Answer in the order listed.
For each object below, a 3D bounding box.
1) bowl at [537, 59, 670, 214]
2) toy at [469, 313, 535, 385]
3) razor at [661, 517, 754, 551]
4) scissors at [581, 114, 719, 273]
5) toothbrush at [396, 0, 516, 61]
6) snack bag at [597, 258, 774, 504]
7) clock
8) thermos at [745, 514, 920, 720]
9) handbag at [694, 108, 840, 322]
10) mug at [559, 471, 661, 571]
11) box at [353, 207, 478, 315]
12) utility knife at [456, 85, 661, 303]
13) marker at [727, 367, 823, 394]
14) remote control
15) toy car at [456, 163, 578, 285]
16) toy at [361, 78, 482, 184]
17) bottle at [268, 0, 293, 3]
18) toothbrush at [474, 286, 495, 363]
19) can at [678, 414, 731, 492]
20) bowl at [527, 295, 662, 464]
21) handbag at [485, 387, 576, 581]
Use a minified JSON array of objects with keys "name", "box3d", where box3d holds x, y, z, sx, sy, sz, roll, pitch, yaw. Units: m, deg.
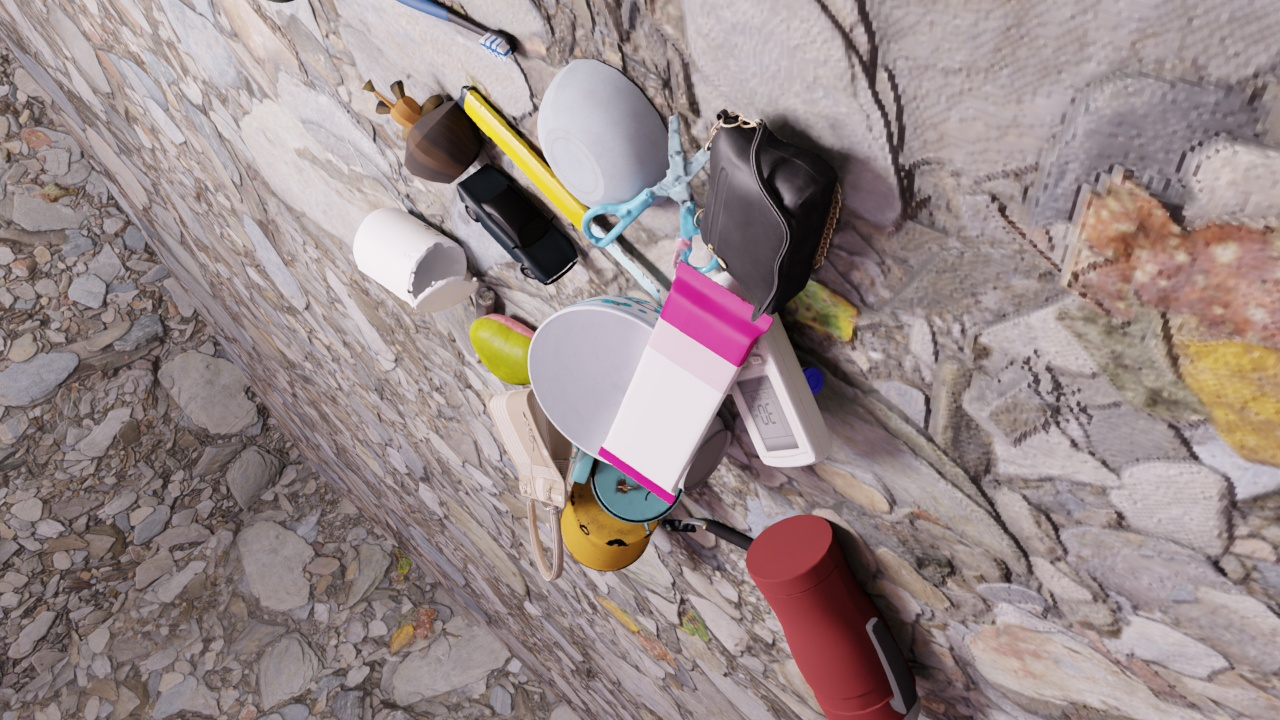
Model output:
[{"name":"bowl","box3d":[-0.029,-0.136,0.591,0.106,0.039,0.106,37,154,22]},{"name":"toy","box3d":[-0.123,-0.005,0.925,0.110,0.051,0.090,20,147,41]},{"name":"razor","box3d":[0.084,0.171,0.892,0.042,0.022,0.144,12,179,-43]},{"name":"scissors","box3d":[0.007,-0.101,0.566,0.111,0.015,0.141,4,141,8]},{"name":"toothbrush","box3d":[-0.148,-0.248,0.648,0.168,0.014,0.014,33,164,27]},{"name":"snack bag","box3d":[0.025,0.023,0.626,0.070,0.016,0.197,34,133,12]},{"name":"clock","box3d":[-0.016,0.098,0.863,0.124,0.090,0.053,46,166,1]},{"name":"thermos","box3d":[0.170,0.229,0.759,0.108,0.083,0.198,7,132,57]},{"name":"handbag","box3d":[0.063,-0.081,0.508,0.079,0.054,0.129,42,158,20]},{"name":"mug","box3d":[-0.034,0.149,0.966,0.094,0.100,0.123,110,143,-61]},{"name":"box","box3d":[-0.221,-0.091,0.919,0.143,0.089,0.080,29,-172,31]},{"name":"utility knife","box3d":[-0.062,-0.124,0.687,0.223,0.019,0.030,49,162,8]},{"name":"marker","box3d":[0.078,0.015,0.667,0.020,0.020,0.142,55,154,-17]},{"name":"remote control","box3d":[0.080,0.006,0.607,0.060,0.025,0.138,-17,98,61]},{"name":"toy car","box3d":[-0.099,-0.110,0.736,0.112,0.046,0.034,46,158,7]},{"name":"toy","box3d":[-0.175,-0.186,0.728,0.100,0.062,0.076,40,122,-17]},{"name":"bottle","box3d":[-0.250,-0.317,0.663,0.055,0.055,0.174,55,153,-17]},{"name":"toothbrush","box3d":[-0.173,-0.030,1.008,0.186,0.022,0.024,116,140,-66]},{"name":"can","box3d":[0.006,0.047,0.770,0.132,0.070,0.070,35,153,25]},{"name":"bowl","box3d":[-0.004,0.004,0.694,0.144,0.074,0.144,16,129,20]},{"name":"handbag","box3d":[-0.101,0.126,0.944,0.176,0.062,0.198,170,94,-68]}]
